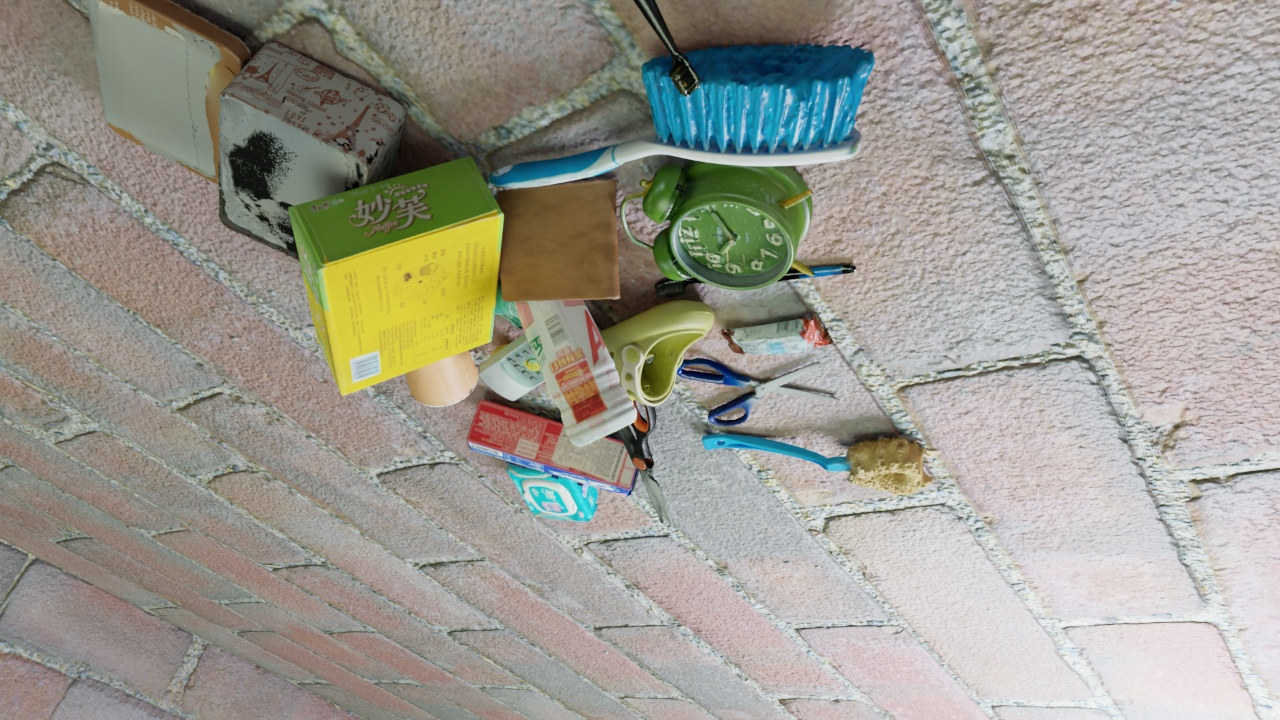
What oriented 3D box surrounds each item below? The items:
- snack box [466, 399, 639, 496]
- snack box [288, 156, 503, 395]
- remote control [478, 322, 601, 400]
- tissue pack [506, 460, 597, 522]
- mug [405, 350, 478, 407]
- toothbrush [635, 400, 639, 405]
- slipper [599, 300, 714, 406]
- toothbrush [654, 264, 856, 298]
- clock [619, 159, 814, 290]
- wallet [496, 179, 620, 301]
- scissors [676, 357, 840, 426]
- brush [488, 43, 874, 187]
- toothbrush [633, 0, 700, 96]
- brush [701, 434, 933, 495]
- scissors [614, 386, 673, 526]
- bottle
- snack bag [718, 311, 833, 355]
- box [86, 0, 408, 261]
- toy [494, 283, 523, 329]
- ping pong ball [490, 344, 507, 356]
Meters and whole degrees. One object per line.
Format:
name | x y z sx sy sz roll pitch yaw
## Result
snack box | -0.102 0.108 1.105 0.207 0.058 0.057 17 162 0
snack box | -0.209 -0.069 0.811 0.157 0.070 0.211 -22 156 -23
remote control | -0.104 -0.006 0.955 0.135 0.019 0.056 -31 127 22
tissue pack | -0.115 0.158 1.195 0.093 0.050 0.133 3 142 20
mug | -0.225 -0.018 0.984 0.078 0.078 0.123 8 139 12
toothbrush | -0.015 0.047 1.035 0.016 0.017 0.188 28 146 -21
slipper | -0.005 0.005 0.893 0.191 0.081 0.091 -28 159 36
toothbrush | 0.099 -0.071 0.825 0.190 0.016 0.014 -3 145 24
clock | 0.062 -0.112 0.749 0.161 0.056 0.116 5 142 16
wallet | -0.072 -0.102 0.794 0.115 0.101 0.020 1 -175 24
scissors | 0.115 0.030 0.960 0.174 0.012 0.163 20 144 -7
brush | 0.012 -0.173 0.682 0.315 0.060 0.109 6 137 20
toothbrush | -0.019 -0.258 0.565 0.026 0.027 0.213 -10 123 41
brush | 0.192 0.104 1.014 0.255 0.045 0.083 7 148 20
scissors | -0.011 0.098 1.047 0.148 0.021 0.235 27 140 24
bottle | -0.072 -0.021 0.844 0.068 0.068 0.197 -27 88 45
snack bag | 0.128 -0.021 0.872 0.105 0.026 0.045 -7 148 31
box | -0.345 -0.198 0.789 0.259 0.082 0.177 27 144 -8
toy | -0.129 -0.057 0.920 0.092 0.030 0.096 15 158 38
ping pong ball | -0.145 0.002 1.002 0.040 0.040 0.040 11 145 8
